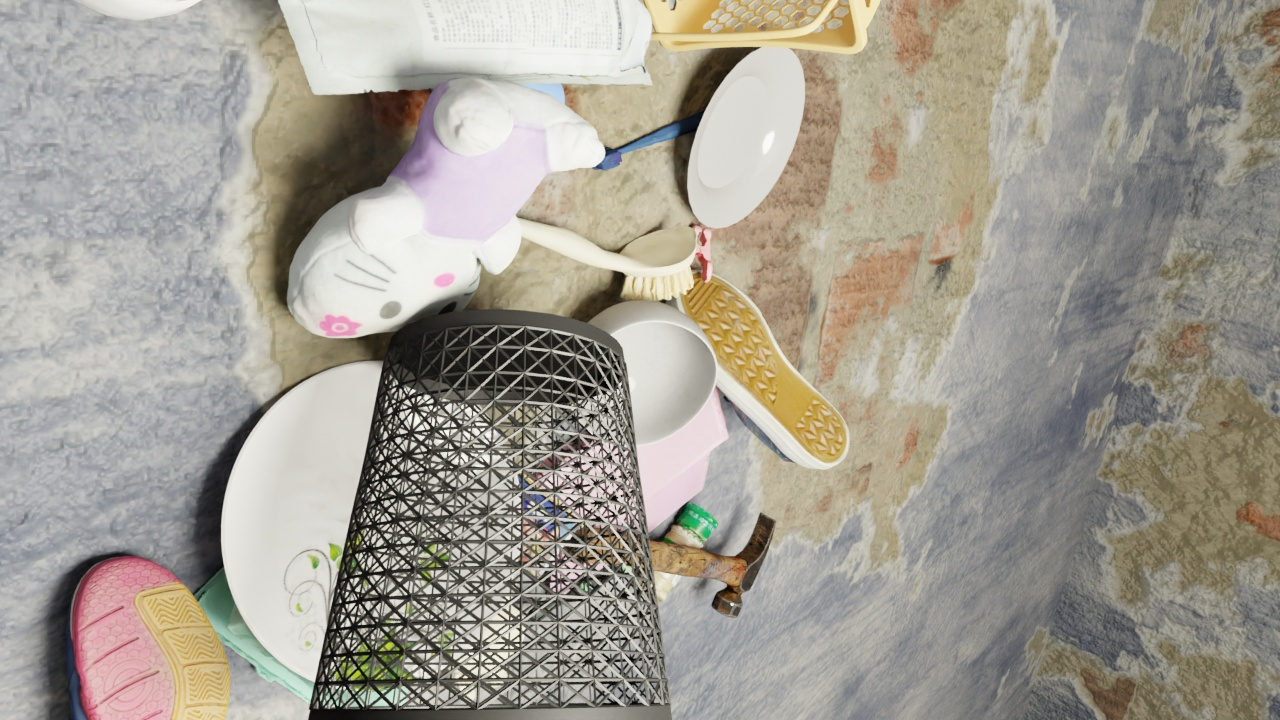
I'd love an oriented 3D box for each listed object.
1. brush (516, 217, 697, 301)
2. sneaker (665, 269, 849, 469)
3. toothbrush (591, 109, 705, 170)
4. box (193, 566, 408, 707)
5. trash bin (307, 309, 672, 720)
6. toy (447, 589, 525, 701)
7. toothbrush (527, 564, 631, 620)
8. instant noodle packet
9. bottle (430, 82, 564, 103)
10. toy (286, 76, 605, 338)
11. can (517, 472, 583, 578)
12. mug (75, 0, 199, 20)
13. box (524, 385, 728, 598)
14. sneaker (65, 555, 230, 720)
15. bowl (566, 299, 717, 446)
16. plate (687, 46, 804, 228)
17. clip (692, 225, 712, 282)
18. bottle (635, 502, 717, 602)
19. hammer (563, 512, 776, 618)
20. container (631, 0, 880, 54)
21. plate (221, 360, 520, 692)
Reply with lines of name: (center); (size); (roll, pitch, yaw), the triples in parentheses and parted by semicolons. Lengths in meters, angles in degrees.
brush: (-0.052, -0.095, 0.737); (0.271, 0.062, 0.077); (7, 98, -46)
sneaker: (0.100, 0.018, 0.891); (0.235, 0.079, 0.087); (49, 59, -7)
toothbrush: (0.029, -0.198, 0.799); (0.189, 0.017, 0.016); (-31, 129, -36)
box: (-0.251, 0.208, 0.676); (0.189, 0.079, 0.077); (62, 21, -44)
trash bin: (-0.090, 0.111, 0.595); (0.216, 0.217, 0.243); (26, 57, -51)
toy: (-0.135, 0.242, 0.803); (0.087, 0.050, 0.112); (-14, 112, -49)
toothbrush: (-0.048, 0.218, 0.897); (0.017, 0.014, 0.187); (-49, 160, 28)
instant noodle packet: (-0.107, -0.234, 0.583); (0.268, 0.057, 0.147); (-16, 84, -43)
bottle: (-0.112, -0.189, 0.619); (0.131, 0.048, 0.048); (8, 102, -50)
toy: (-0.131, -0.091, 0.567); (0.210, 0.085, 0.137); (-40, 162, 32)
can: (-0.103, 0.128, 0.754); (0.100, 0.054, 0.059); (41, 74, -12)
mug: (-0.257, -0.204, 0.426); (0.123, 0.076, 0.090); (-29, 128, -37)
box: (-0.003, 0.124, 0.896); (0.232, 0.055, 0.180); (-33, 131, -34)
sneaker: (-0.327, 0.241, 0.576); (0.116, 0.091, 0.242); (-10, 96, -52)
bowl: (-0.005, 0.005, 0.805); (0.131, 0.064, 0.132); (-9, 126, -13)
plate: (0.093, -0.207, 0.848); (0.172, 0.019, 0.173); (-36, 144, -33)
clip: (0.058, -0.100, 0.857); (0.022, 0.035, 0.057); (117, -16, -63)
bottle: (0.038, 0.208, 0.988); (0.109, 0.043, 0.043); (-53, 139, -14)
hammer: (0.037, 0.192, 0.920); (0.330, 0.033, 0.120); (26, 88, -53)
container: (0.077, -0.292, 0.678); (0.166, 0.184, 0.129); (-55, 140, -25)
plate: (-0.186, 0.115, 0.658); (0.229, 0.030, 0.229); (10, 75, -42)
